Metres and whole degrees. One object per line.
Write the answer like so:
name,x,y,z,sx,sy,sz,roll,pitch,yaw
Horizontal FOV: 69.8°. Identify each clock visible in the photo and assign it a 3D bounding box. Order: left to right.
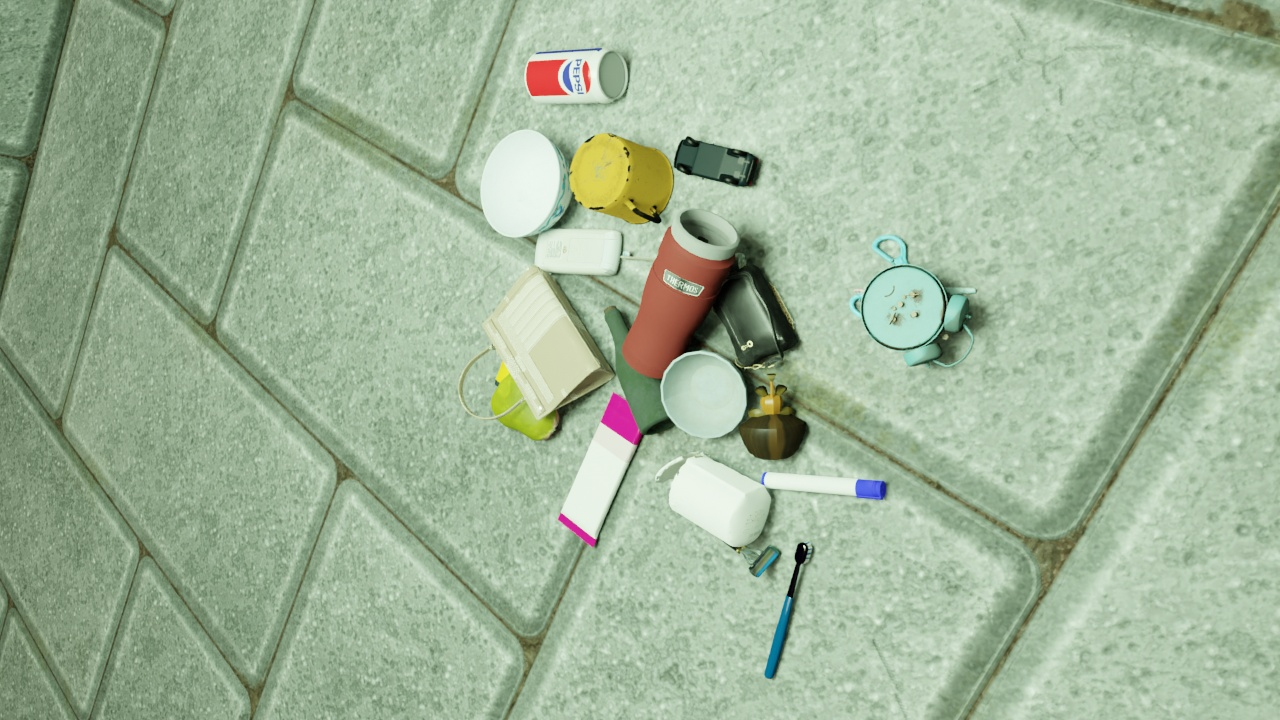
clock,0.285,-0.045,0.938,0.124,0.053,0.090,46,115,23

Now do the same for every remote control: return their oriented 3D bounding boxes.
remote control,-0.086,-0.147,1.238,0.139,0.025,0.060,6,88,35

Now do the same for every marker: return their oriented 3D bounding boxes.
marker,0.201,0.139,1.019,0.142,0.020,0.020,0,87,36

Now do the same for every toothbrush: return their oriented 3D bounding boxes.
toothbrush,0.048,-0.124,1.146,0.186,0.022,0.024,7,89,38
toothbrush,0.166,0.284,1.040,0.014,0.014,0.168,23,105,46

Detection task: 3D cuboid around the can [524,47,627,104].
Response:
can,-0.087,-0.379,1.226,0.132,0.070,0.070,11,94,36

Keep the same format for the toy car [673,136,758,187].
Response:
toy car,0.091,-0.239,1.110,0.112,0.034,0.046,22,101,34

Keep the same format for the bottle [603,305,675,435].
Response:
bottle,-0.007,0.007,1.158,0.055,0.055,0.174,-36,66,29

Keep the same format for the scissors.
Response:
scissors,0.290,-0.089,0.975,0.141,0.015,0.111,0,88,30

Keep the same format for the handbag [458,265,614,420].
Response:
handbag,-0.163,0.004,1.232,0.198,0.062,0.175,-37,68,10

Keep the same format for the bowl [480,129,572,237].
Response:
bowl,-0.141,-0.235,1.256,0.144,0.074,0.144,-2,86,36

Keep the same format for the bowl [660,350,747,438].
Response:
bowl,0.080,0.036,1.091,0.106,0.039,0.106,7,107,23

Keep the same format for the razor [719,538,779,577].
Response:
razor,0.099,0.207,1.092,0.042,0.022,0.144,-42,49,-21

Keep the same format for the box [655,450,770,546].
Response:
box,0.080,0.151,1.074,0.143,0.080,0.089,24,117,36

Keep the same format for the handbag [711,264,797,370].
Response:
handbag,0.125,-0.049,1.066,0.079,0.054,0.128,-36,70,34

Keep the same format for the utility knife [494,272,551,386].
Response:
utility knife,-0.158,-0.059,1.293,0.030,0.019,0.224,28,103,29

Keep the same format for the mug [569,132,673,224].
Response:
mug,-0.020,-0.221,1.154,0.101,0.094,0.123,-45,63,26

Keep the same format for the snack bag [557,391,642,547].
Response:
snack bag,-0.048,0.144,1.204,0.070,0.016,0.197,32,105,33

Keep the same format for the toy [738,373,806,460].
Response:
toy,0.149,0.063,1.037,0.076,0.062,0.100,-4,101,1

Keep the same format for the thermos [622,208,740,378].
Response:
thermos,0.047,-0.082,1.081,0.084,0.107,0.199,24,129,1

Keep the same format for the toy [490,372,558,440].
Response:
toy,-0.158,0.067,1.267,0.110,0.051,0.090,46,111,27
